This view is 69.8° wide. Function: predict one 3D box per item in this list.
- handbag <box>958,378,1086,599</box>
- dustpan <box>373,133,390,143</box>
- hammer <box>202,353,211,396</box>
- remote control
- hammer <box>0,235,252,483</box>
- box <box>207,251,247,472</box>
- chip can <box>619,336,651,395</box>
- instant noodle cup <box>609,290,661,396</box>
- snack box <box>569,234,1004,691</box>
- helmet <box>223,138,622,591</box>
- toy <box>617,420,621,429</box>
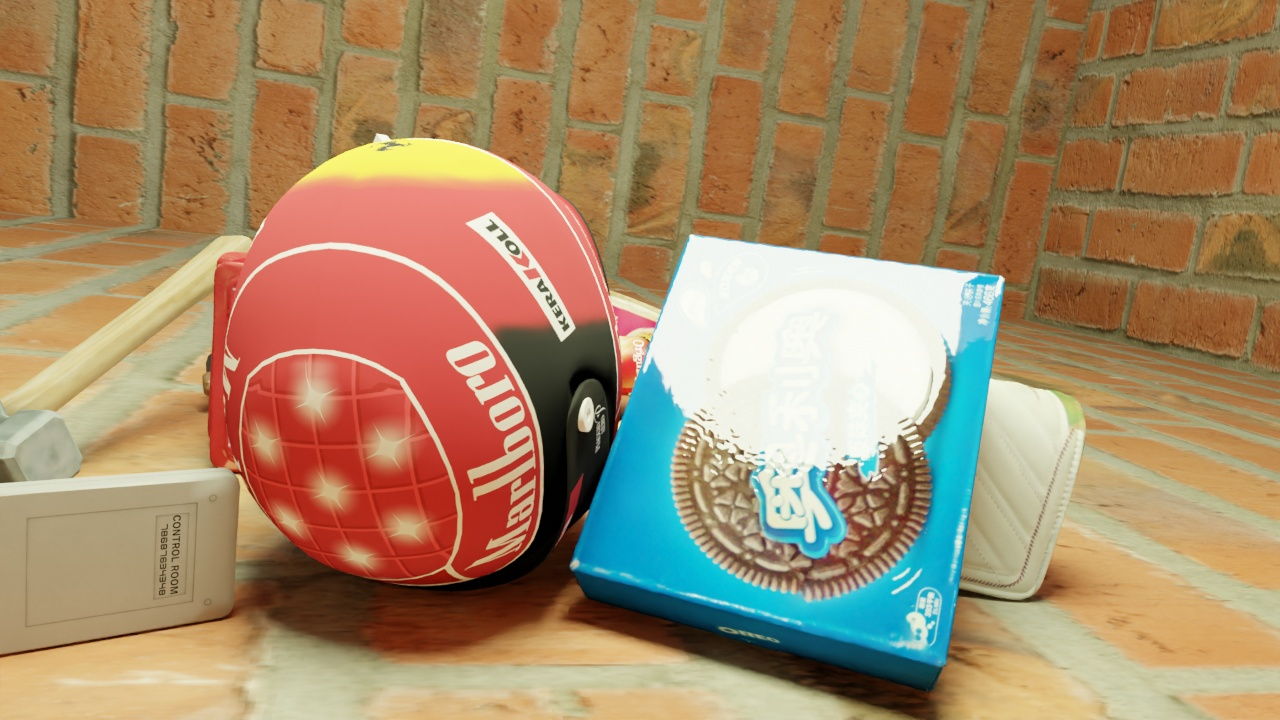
[{"bbox_3d":[0.183,0.068,0.633,0.198,0.142,0.096,14,8,-1],"label":"handbag"},{"bbox_3d":[-0.169,-0.030,0.750,0.053,0.192,0.257,-3,44,-47],"label":"dustpan"},{"bbox_3d":[-0.238,0.012,0.878,0.327,0.052,0.098,-3,14,-31],"label":"hammer"},{"bbox_3d":[-0.260,0.089,0.407,0.150,0.074,0.019,0,13,-38],"label":"remote control"},{"bbox_3d":[-0.367,-0.012,0.638,0.117,0.051,0.321,0,31,11],"label":"hammer"},{"bbox_3d":[-0.258,-0.003,0.709,0.147,0.157,0.156,7,11,-6],"label":"box"},{"bbox_3d":[-0.005,0.005,0.768,0.214,0.052,0.052,1,11,-9],"label":"chip can"},{"bbox_3d":[-0.003,-0.016,0.894,0.178,0.078,0.178,21,7,-3],"label":"instant noodle cup"},{"bbox_3d":[0.090,0.043,0.529,0.196,0.238,0.056,10,-29,17],"label":"snack box"},{"bbox_3d":[-0.113,0.018,0.510,0.198,0.271,0.224,1,29,14],"label":"helmet"},{"bbox_3d":[0.044,0.057,0.754,0.154,0.064,0.171,-12,-16,-11],"label":"toy"}]
